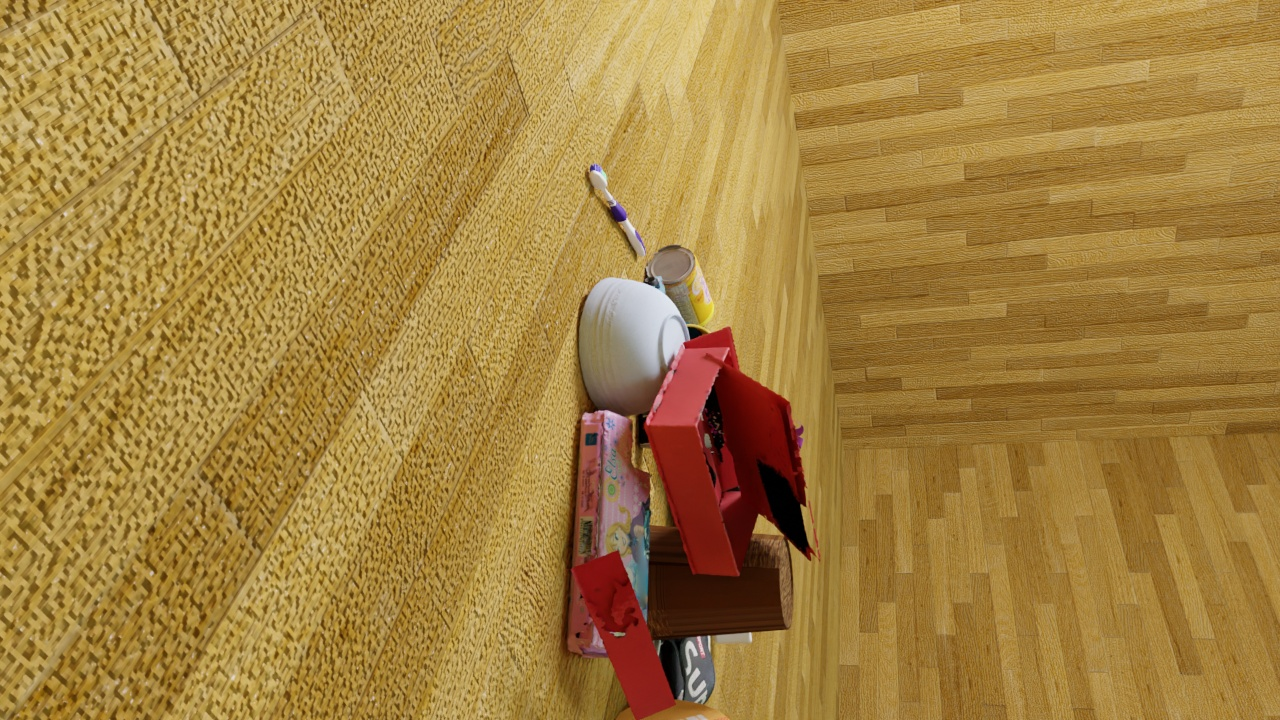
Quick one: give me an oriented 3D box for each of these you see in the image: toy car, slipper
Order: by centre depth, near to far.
[{"bbox_3d":[0.005,-0.056,1.092,0.107,0.027,0.060,-69,150,-49],"label":"toy car"},{"bbox_3d":[0.063,0.374,1.128,0.263,0.063,0.111,24,63,-74],"label":"slipper"}]

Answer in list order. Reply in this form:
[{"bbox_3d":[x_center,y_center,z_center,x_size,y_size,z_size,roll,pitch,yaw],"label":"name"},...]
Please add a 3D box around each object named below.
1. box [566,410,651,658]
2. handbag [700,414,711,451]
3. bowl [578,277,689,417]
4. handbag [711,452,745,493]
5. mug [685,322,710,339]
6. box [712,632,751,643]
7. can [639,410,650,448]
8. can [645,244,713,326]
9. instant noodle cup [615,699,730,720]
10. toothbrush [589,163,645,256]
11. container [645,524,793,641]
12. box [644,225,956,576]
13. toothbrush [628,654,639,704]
[{"bbox_3d":[-0.025,0.166,0.882,0.084,0.063,0.230,50,39,-63],"label":"box"},{"bbox_3d":[0.128,0.089,1.195,0.145,0.170,0.068,104,-7,-62],"label":"handbag"},{"bbox_3d":[0.005,-0.014,0.959,0.150,0.075,0.150,5,84,-63],"label":"bowl"},{"bbox_3d":[0.083,0.211,1.235,0.125,0.114,0.154,-116,-169,-70],"label":"handbag"},{"bbox_3d":[0.055,-0.013,1.133,0.121,0.078,0.078,-101,-176,-81],"label":"mug"},{"bbox_3d":[0.104,0.340,1.313,0.102,0.102,0.108,-98,-173,-83],"label":"box"},{"bbox_3d":[0.015,0.063,1.089,0.031,0.031,0.080,42,47,-66],"label":"can"},{"bbox_3d":[0.052,-0.092,1.190,0.105,0.068,0.067,64,28,-50],"label":"can"},{"bbox_3d":[0.032,0.431,0.930,0.123,0.123,0.121,-18,111,-72],"label":"instant noodle cup"},{"bbox_3d":[-0.024,-0.167,1.048,0.187,0.015,0.016,52,33,-62],"label":"toothbrush"},{"bbox_3d":[0.080,0.248,1.025,0.132,0.167,0.132,-4,89,-73],"label":"container"},{"bbox_3d":[0.175,0.034,0.997,0.424,0.128,0.213,-34,126,-26],"label":"box"},{"bbox_3d":[-0.013,0.271,0.959,0.030,0.031,0.197,-84,169,-73],"label":"toothbrush"}]
